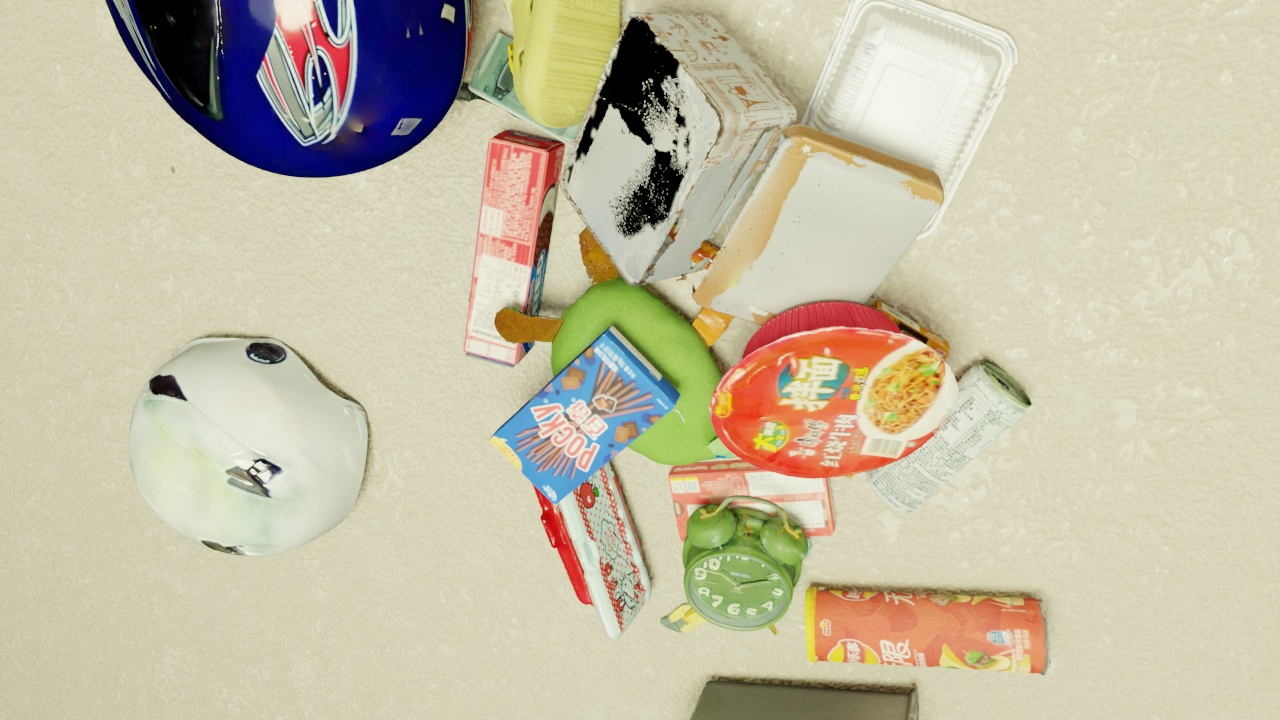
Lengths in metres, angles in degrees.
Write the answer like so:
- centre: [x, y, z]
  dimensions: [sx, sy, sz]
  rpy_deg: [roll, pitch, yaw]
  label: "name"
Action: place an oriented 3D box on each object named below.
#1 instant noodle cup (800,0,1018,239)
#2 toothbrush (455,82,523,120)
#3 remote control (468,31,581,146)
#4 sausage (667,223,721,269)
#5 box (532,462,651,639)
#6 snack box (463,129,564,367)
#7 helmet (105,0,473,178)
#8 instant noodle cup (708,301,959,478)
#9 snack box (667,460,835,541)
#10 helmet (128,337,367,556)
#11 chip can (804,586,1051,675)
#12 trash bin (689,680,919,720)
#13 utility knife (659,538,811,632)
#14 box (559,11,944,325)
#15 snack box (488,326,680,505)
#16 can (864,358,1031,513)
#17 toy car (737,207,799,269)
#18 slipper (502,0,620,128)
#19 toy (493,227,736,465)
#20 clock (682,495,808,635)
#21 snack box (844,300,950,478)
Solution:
- centre: [0.199, -0.186, 0.717]
  dimensions: [0.138, 0.060, 0.174]
  rpy_deg: [23, 117, 5]
  label: "instant noodle cup"
- centre: [-0.088, -0.211, 0.806]
  dimensions: [0.189, 0.016, 0.014]
  rpy_deg: [21, 123, 5]
  label: "toothbrush"
- centre: [-0.077, -0.225, 0.787]
  dimensions: [0.135, 0.019, 0.056]
  rpy_deg: [30, 97, 2]
  label: "remote control"
- centre: [0.074, -0.083, 0.811]
  dimensions: [0.165, 0.021, 0.021]
  rpy_deg: [30, 115, 1]
  label: "sausage"
- centre: [-0.058, 0.172, 0.905]
  dimensions: [0.095, 0.101, 0.201]
  rpy_deg: [-13, 107, 18]
  label: "box"
- centre: [-0.117, -0.100, 0.836]
  dimensions: [0.058, 0.057, 0.208]
  rpy_deg: [15, 114, 6]
  label: "snack box"
- centre: [-0.249, -0.294, 0.681]
  dimensions: [0.241, 0.246, 0.316]
  rpy_deg: [14, 124, 28]
  label: "helmet"
- centre: [0.153, 0.018, 0.749]
  dimensions: [0.194, 0.065, 0.194]
  rpy_deg: [1, 138, 1]
  label: "instant noodle cup"
- centre: [0.107, 0.135, 0.888]
  dimensions: [0.153, 0.025, 0.075]
  rpy_deg: [-6, 111, 17]
  label: "snack box"
- centre: [-0.427, 0.102, 0.948]
  dimensions: [0.258, 0.145, 0.230]
  rpy_deg: [33, 115, 0]
  label: "helmet"
- centre: [0.267, 0.257, 0.871]
  dimensions: [0.217, 0.073, 0.073]
  rpy_deg: [0, 111, 14]
  label: "chip can"
- centre: [0.158, 0.433, 0.914]
  dimensions: [0.220, 0.198, 0.199]
  rpy_deg: [3, 110, 21]
  label: "trash bin"
- centre: [0.099, 0.232, 0.939]
  dimensions: [0.196, 0.020, 0.031]
  rpy_deg: [-39, 104, 20]
  label: "utility knife"
- centre: [0.071, -0.127, 0.702]
  dimensions: [0.272, 0.130, 0.180]
  rpy_deg: [35, 135, 5]
  label: "box"
- centre: [-0.050, 0.050, 0.789]
  dimensions: [0.084, 0.026, 0.157]
  rpy_deg: [46, 115, -7]
  label: "snack box"
- centre: [0.266, 0.068, 0.802]
  dimensions: [0.058, 0.058, 0.147]
  rpy_deg: [39, 115, -3]
  label: "can"
- centre: [0.142, -0.094, 0.782]
  dimensions: [0.121, 0.036, 0.054]
  rpy_deg: [19, 118, 18]
  label: "toy car"
- centre: [-0.066, -0.286, 0.739]
  dimensions: [0.082, 0.091, 0.191]
  rpy_deg: [21, 107, 42]
  label: "slipper"
- centre: [-0.005, 0.005, 0.827]
  dimensions: [0.227, 0.090, 0.247]
  rpy_deg: [-40, 103, 9]
  label: "toy"
- centre: [0.096, 0.189, 0.868]
  dimensions: [0.116, 0.056, 0.161]
  rpy_deg: [9, 122, 7]
  label: "clock"
- centre: [0.199, 0.028, 0.820]
  dimensions: [0.075, 0.026, 0.154]
  rpy_deg: [31, 116, 0]
  label: "snack box"
